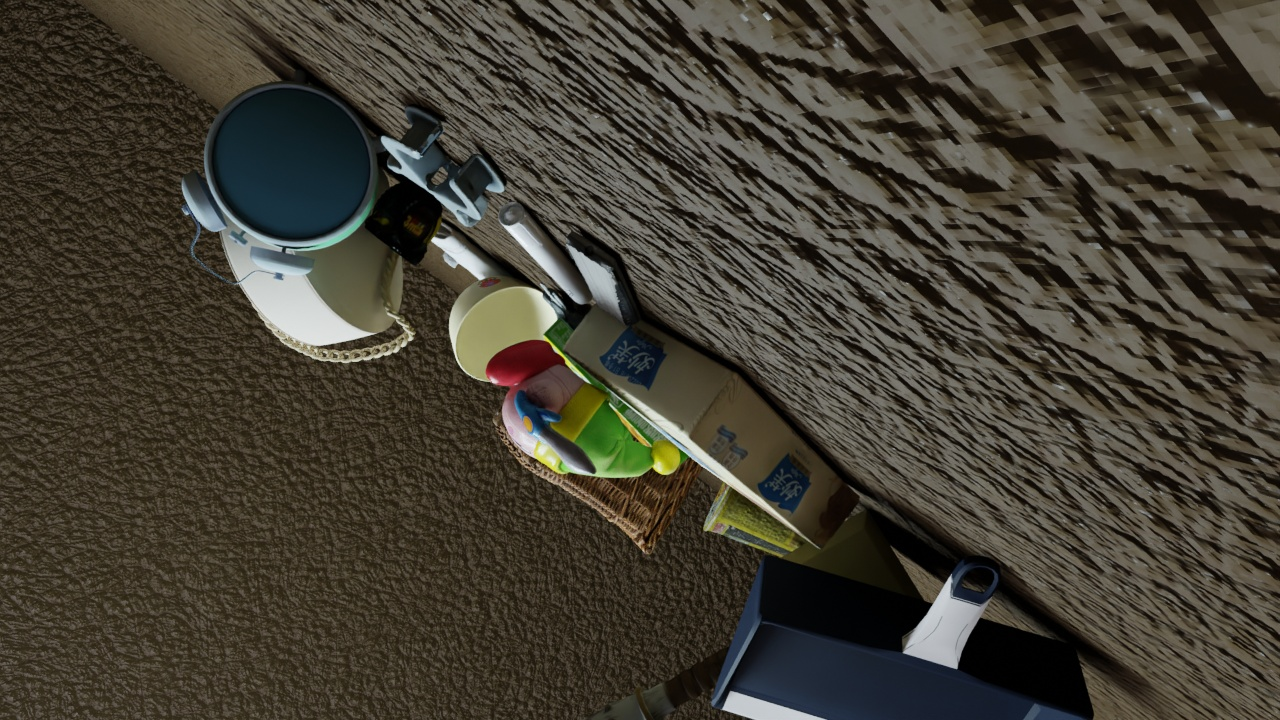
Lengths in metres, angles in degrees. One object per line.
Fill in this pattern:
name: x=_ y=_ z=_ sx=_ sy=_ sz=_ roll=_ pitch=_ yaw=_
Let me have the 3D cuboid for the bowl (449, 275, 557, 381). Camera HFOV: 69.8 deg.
bowl: x=-0.159 y=-0.046 z=0.995 sx=0.074 sy=0.118 sz=0.118 roll=47 pitch=-177 yaw=43

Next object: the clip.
clip: x=-0.134 y=-0.126 z=0.560 sx=0.108 sy=0.028 sz=0.163 roll=39 pitch=174 yaw=-10

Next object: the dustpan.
dustpan: x=0.191 y=0.223 z=0.661 sx=0.236 sy=0.274 sz=0.080 roll=16 pitch=-151 yaw=4

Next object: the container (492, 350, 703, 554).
container: x=-0.059 y=0.089 z=1.110 sx=0.183 sy=0.162 sz=0.250 roll=32 pitch=177 yaw=-23

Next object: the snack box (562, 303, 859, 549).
snack box: x=0.056 y=0.049 z=0.687 sx=0.153 sy=0.055 sz=0.207 roll=32 pitch=173 yaw=46

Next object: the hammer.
hammer: x=0.089 y=0.267 z=0.828 sx=0.100 sy=0.325 sz=0.190 roll=61 pitch=-176 yaw=20

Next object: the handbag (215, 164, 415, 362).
handbag: x=-0.289 y=-0.123 z=0.842 sx=0.210 sy=0.103 sz=0.208 roll=50 pitch=-150 yaw=-68

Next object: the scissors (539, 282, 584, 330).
scissors: x=-0.065 y=-0.041 z=0.885 sx=0.149 sy=0.019 sz=0.122 roll=46 pitch=175 yaw=-33

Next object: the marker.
marker: x=-0.059 y=-0.068 z=0.620 sx=0.020 sy=0.017 sz=0.133 roll=33 pitch=173 yaw=26

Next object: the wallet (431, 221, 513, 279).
wallet: x=-0.192 y=-0.113 z=1.022 sx=0.116 sy=0.032 sz=0.086 roll=41 pitch=171 yaw=-36

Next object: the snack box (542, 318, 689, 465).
snack box: x=-0.025 y=0.031 z=0.865 sx=0.168 sy=0.027 sz=0.132 roll=46 pitch=176 yaw=-3

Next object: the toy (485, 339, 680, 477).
toy: x=-0.043 y=0.041 z=0.649 sx=0.131 sy=0.096 sz=0.124 roll=57 pitch=173 yaw=16

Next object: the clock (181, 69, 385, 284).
clock: x=-0.276 y=-0.131 z=0.701 sx=0.122 sy=0.161 sz=0.075 roll=39 pitch=174 yaw=-16

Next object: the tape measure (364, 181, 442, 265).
tape measure: x=-0.216 y=-0.131 z=0.841 sx=0.038 sy=0.062 sz=0.067 roll=34 pitch=176 yaw=27

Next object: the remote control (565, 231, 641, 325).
remote control: x=-0.021 y=-0.048 z=0.570 sx=0.033 sy=0.013 sz=0.136 roll=35 pitch=173 yaw=11

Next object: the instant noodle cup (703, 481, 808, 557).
instant noodle cup: x=0.133 y=0.154 z=0.945 sx=0.108 sy=0.102 sz=0.102 roll=28 pitch=174 yaw=4
